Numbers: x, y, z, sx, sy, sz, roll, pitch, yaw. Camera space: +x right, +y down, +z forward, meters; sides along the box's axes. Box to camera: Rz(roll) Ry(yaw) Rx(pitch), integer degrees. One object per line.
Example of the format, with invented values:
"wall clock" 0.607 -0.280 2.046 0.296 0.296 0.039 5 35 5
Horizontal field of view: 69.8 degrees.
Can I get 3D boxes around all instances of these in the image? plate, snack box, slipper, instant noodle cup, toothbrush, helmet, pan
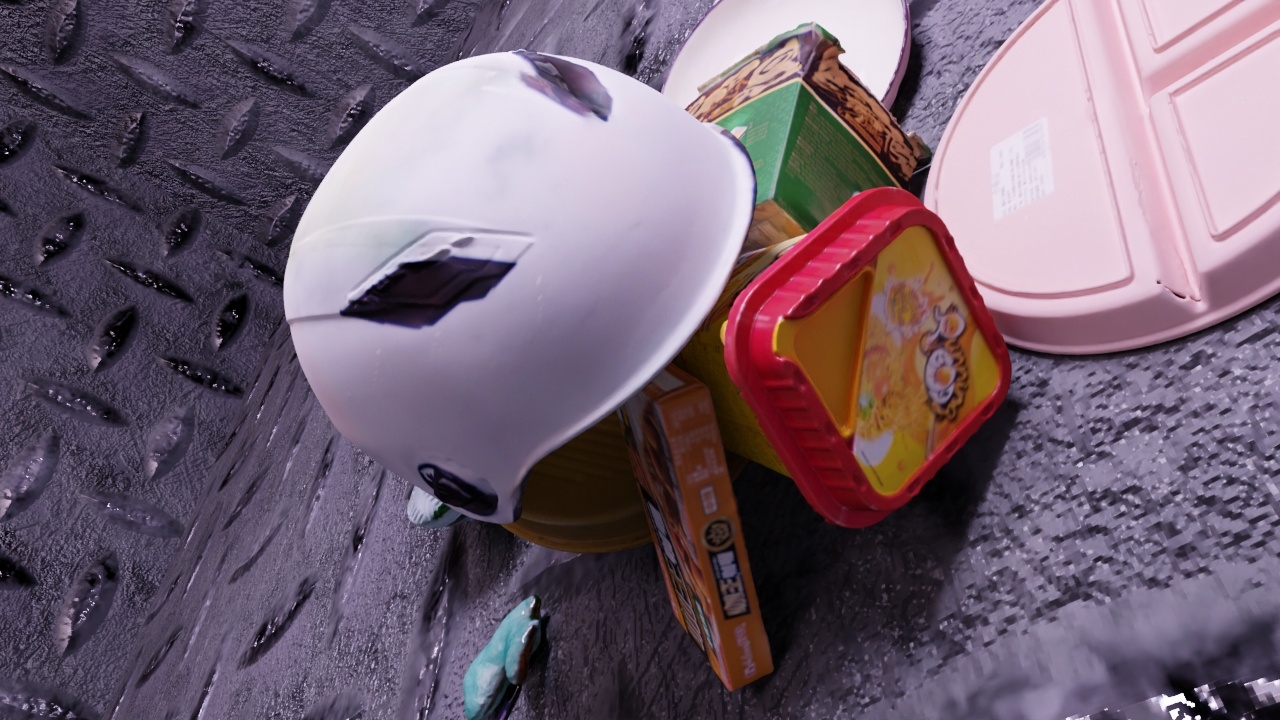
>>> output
"plate" 0.215 -0.109 0.396 0.230 0.028 0.229 -42 31 33
"snack box" 0.079 -0.089 0.503 0.118 0.118 0.105 -20 44 46
"slipper" -0.144 0.090 0.793 0.104 0.074 0.245 -61 10 0
"plate" 0.098 -0.188 0.631 0.193 0.039 0.192 -17 61 33
"snack box" 0.023 0.073 0.435 0.026 0.154 0.075 -21 21 -15
"instant noodle cup" 0.076 -0.003 0.412 0.116 0.116 0.124 -40 19 -20
"toothbrush" -0.129 0.298 0.605 0.189 0.016 0.014 -61 20 -7
"helmet" -0.079 -0.054 0.440 0.259 0.146 0.228 -10 49 61
"pan" -0.094 0.009 0.595 0.358 0.078 0.197 12 63 21

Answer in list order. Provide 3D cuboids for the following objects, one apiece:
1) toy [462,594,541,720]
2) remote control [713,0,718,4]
"toy" -0.092 0.202 0.616 0.092 0.030 0.096 -58 13 7
"remote control" 0.109 -0.319 0.791 0.049 0.024 0.125 -29 21 -16
